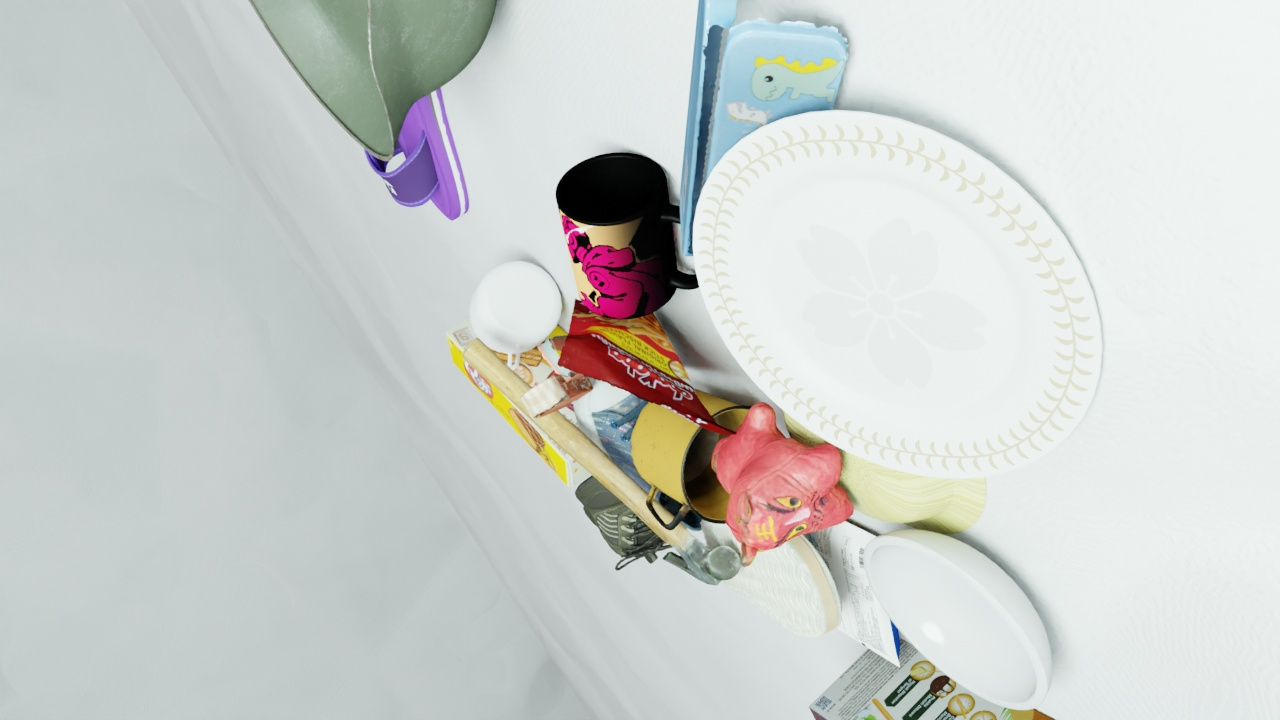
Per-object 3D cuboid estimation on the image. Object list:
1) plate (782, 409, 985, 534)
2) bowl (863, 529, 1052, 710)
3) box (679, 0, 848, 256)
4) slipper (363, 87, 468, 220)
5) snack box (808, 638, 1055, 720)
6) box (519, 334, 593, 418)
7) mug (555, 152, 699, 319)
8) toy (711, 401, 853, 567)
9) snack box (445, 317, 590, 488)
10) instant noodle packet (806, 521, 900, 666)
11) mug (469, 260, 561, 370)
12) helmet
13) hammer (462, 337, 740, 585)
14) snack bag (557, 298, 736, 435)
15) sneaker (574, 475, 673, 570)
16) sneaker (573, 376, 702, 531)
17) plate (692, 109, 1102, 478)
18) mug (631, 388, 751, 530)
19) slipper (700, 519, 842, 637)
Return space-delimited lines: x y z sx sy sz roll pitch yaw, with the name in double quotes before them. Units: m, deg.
"plate" 0.151 0.058 0.644 0.184 0.036 0.185 44 157 24
"bowl" 0.228 0.171 0.644 0.149 0.043 0.150 44 157 23
"box" 0.064 -0.137 0.549 0.085 0.072 0.209 9 151 3
"slipper" -0.263 -0.245 0.991 0.107 0.083 0.267 45 157 23
"snack box" 0.236 0.297 0.738 0.186 0.100 0.032 14 136 59
"box" -0.069 0.013 0.785 0.187 0.056 0.071 -7 -89 -86
"mug" 0.001 -0.091 0.695 0.118 0.081 0.098 13 143 20
"toy" 0.076 0.086 0.664 0.133 0.094 0.088 23 143 58
"snack box" -0.110 0.026 1.047 0.230 0.109 0.062 43 153 27
"instant noodle packet" 0.179 0.190 0.783 0.087 0.026 0.134 21 132 55
"mug" -0.136 -0.047 0.993 0.068 0.094 0.115 150 122 -68
"helmet" -0.189 -0.297 0.656 0.227 0.153 0.268 44 162 21
"hammer" -0.045 0.097 0.889 0.330 0.033 0.132 42 165 4
"snack bag" -0.004 0.004 0.741 0.139 0.067 0.207 31 -168 -11
"sneaker" -0.004 0.195 1.088 0.143 0.101 0.238 53 164 16
"sneaker" 0.007 0.092 0.934 0.079 0.087 0.235 32 153 53
"plate" 0.134 -0.031 0.520 0.242 0.016 0.243 29 143 24
"mug" 0.046 0.087 0.792 0.100 0.123 0.094 42 169 -30
"slipper" 0.119 0.183 0.830 0.263 0.052 0.115 164 84 -75
